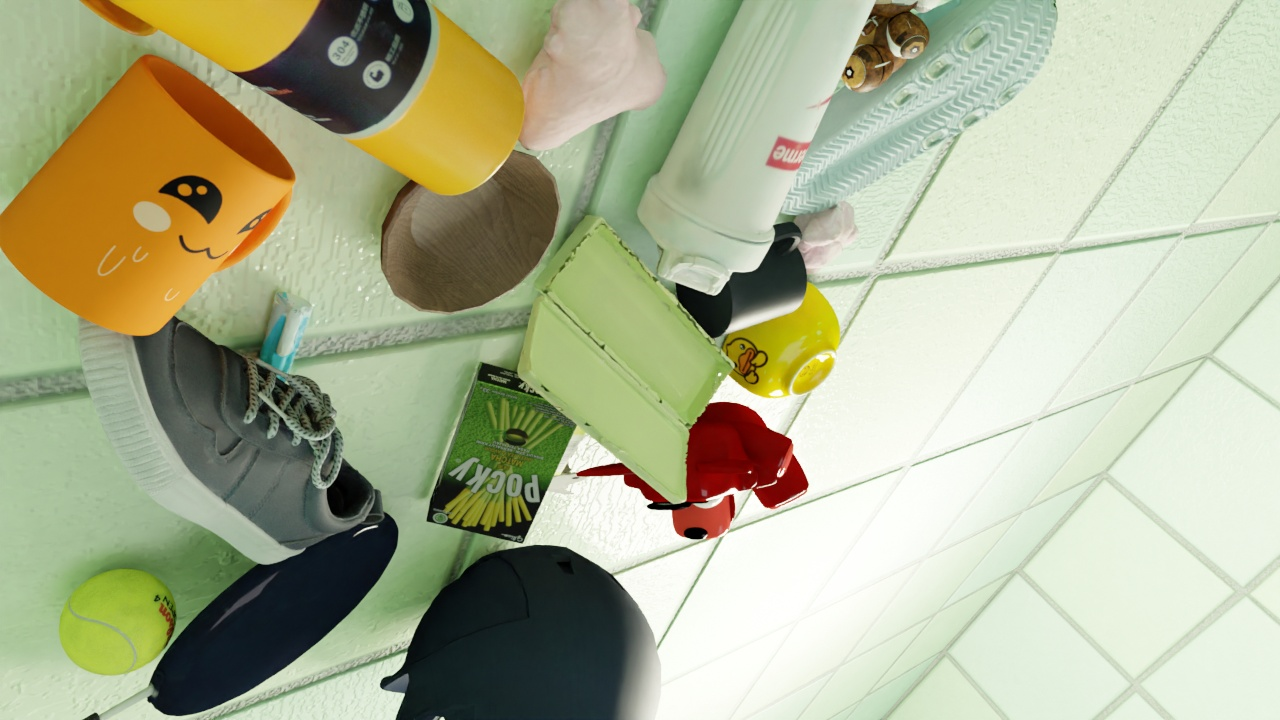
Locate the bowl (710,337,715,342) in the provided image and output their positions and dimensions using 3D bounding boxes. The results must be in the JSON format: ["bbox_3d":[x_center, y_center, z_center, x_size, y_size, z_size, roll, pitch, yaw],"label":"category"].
[{"bbox_3d":[0.022,0.013,0.767,0.112,0.061,0.113,-27,145,-21],"label":"bowl"}]

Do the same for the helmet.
[{"bbox_3d":[-0.107,0.282,0.829,0.232,0.222,0.273,26,142,-31],"label":"helmet"}]

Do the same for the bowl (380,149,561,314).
[{"bbox_3d":[-0.105,-0.083,0.550,0.117,0.030,0.118,-27,145,-21],"label":"bowl"}]

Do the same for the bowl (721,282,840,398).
[{"bbox_3d":[0.141,-0.009,0.858,0.117,0.067,0.117,-27,145,-21],"label":"bowl"}]

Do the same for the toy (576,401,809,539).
[{"bbox_3d":[0.056,0.099,0.829,0.197,0.159,0.120,1,88,-66],"label":"toy"}]

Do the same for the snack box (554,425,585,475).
[{"bbox_3d":[-0.052,0.027,0.728,0.028,0.040,0.148,1,130,-48],"label":"snack box"}]

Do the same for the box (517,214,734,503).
[{"bbox_3d":[-0.009,0.004,0.658,0.187,0.047,0.140,43,55,-39],"label":"box"}]

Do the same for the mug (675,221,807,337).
[{"bbox_3d":[0.085,-0.070,0.714,0.077,0.071,0.105,-19,159,-30],"label":"mug"}]

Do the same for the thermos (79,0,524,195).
[{"bbox_3d":[-0.153,-0.144,0.385,0.091,0.076,0.232,-45,148,12],"label":"thermos"}]

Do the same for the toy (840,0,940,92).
[{"bbox_3d":[0.161,-0.237,0.593,0.067,0.087,0.113,-4,128,-21],"label":"toy"}]

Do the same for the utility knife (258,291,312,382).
[{"bbox_3d":[-0.225,0.010,0.554,0.022,0.015,0.124,9,127,-36],"label":"utility knife"}]

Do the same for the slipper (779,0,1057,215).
[{"bbox_3d":[0.186,-0.199,0.678,0.246,0.074,0.104,-33,149,19],"label":"slipper"}]

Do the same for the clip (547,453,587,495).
[{"bbox_3d":[-0.077,0.095,0.808,0.054,0.040,0.101,-31,153,21],"label":"clip"}]

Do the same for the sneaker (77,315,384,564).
[{"bbox_3d":[-0.216,0.041,0.514,0.087,0.089,0.236,-19,145,-4],"label":"sneaker"}]

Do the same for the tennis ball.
[{"bbox_3d":[-0.331,0.166,0.583,0.065,0.065,0.065,-27,145,-21],"label":"tennis ball"}]

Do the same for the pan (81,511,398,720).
[{"bbox_3d":[-0.301,0.207,0.607,0.355,0.021,0.199,-26,156,-51],"label":"pan"}]

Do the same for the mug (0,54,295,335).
[{"bbox_3d":[-0.211,-0.070,0.422,0.096,0.077,0.112,-45,167,6],"label":"mug"}]

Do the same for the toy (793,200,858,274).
[{"bbox_3d":[0.154,-0.106,0.777,0.063,0.047,0.110,-48,162,5],"label":"toy"}]

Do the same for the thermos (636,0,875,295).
[{"bbox_3d":[0.070,-0.151,0.595,0.099,0.099,0.221,-5,129,-43],"label":"thermos"}]

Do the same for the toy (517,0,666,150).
[{"bbox_3d":[-0.027,-0.166,0.507,0.099,0.052,0.096,-28,153,-16],"label":"toy"}]

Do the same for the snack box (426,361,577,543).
[{"bbox_3d":[-0.106,0.075,0.706,0.080,0.025,0.148,16,124,-14],"label":"snack box"}]
